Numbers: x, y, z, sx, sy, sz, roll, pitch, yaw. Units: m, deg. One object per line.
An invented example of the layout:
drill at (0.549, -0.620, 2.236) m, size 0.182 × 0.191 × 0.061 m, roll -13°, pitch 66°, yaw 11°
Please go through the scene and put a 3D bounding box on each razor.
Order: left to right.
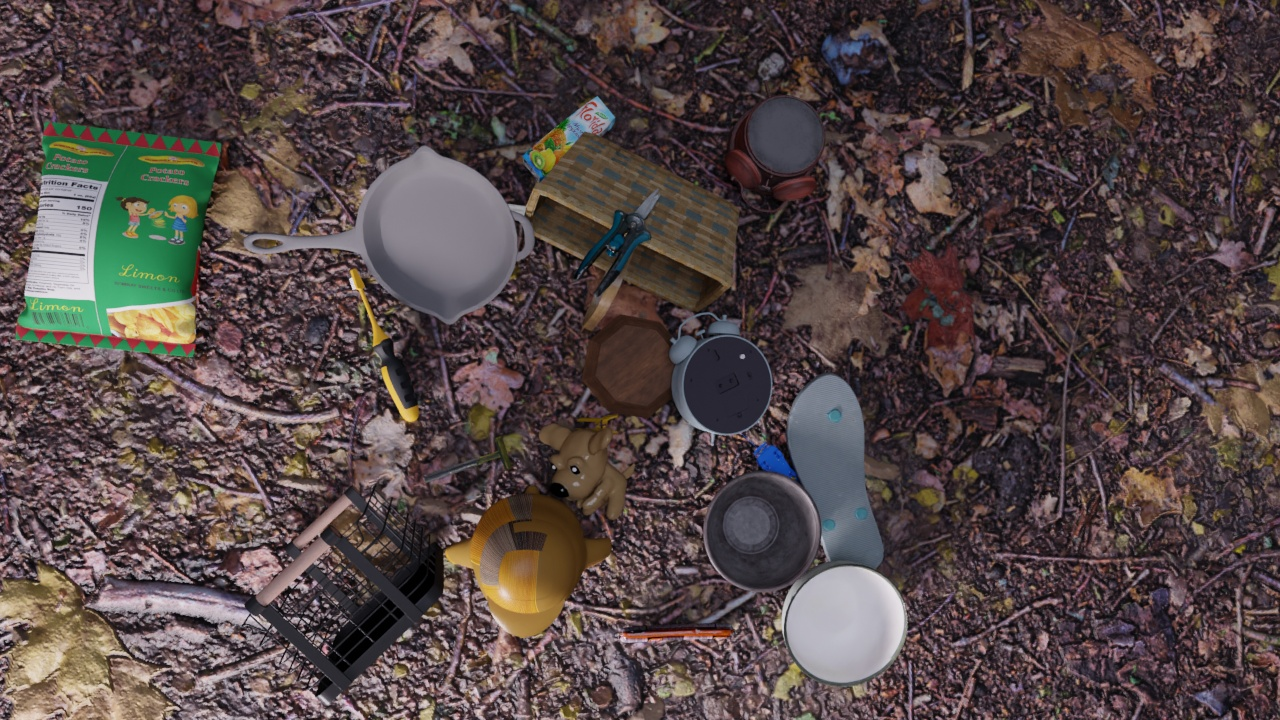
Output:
razor at (-0.214, 0.128, 1.123) m, size 0.106 × 0.026 × 0.042 m, roll -18°, pitch 91°, yaw -3°

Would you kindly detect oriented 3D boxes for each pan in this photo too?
pan at (-0.302, -0.147, 1.103) m, size 0.355 × 0.024 × 0.217 m, roll -1°, pitch 114°, yaw 5°

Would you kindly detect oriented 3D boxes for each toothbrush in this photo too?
toothbrush at (-0.311, -0.018, 1.110) m, size 0.031 × 0.031 × 0.196 m, roll -18°, pitch 94°, yaw 35°

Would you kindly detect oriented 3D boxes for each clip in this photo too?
clip at (-0.048, 0.086, 1.136) m, size 0.047 × 0.053 × 0.039 m, roll 3°, pitch 84°, yaw -37°

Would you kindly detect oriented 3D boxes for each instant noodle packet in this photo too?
instant noodle packet at (-0.599, -0.139, 1.057) m, size 0.195 × 0.090 × 0.252 m, roll 6°, pitch 86°, yaw -6°

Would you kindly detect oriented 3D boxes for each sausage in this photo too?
sausage at (0.046, 0.338, 1.141) m, size 0.155 × 0.020 × 0.020 m, roll -1°, pitch 87°, yaw -7°

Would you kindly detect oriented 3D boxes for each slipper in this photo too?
slipper at (0.240, 0.146, 1.165) m, size 0.098 × 0.054 × 0.269 m, roll -13°, pitch 100°, yaw -5°

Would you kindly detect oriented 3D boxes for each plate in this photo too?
plate at (-0.007, 0.006, 1.150) m, size 0.131 × 0.025 × 0.131 m, roll 0°, pitch 87°, yaw -7°

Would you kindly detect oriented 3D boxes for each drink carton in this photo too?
drink carton at (-0.088, -0.276, 1.149) m, size 0.129 × 0.038 × 0.044 m, roll -40°, pitch 92°, yaw -7°

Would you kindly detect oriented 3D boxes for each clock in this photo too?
clock at (0.095, 0.018, 1.137) m, size 0.122 × 0.045 × 0.159 m, roll -24°, pitch 97°, yaw -19°
clock at (0.171, -0.262, 1.162) m, size 0.120 × 0.072 × 0.157 m, roll 18°, pitch 84°, yaw -5°

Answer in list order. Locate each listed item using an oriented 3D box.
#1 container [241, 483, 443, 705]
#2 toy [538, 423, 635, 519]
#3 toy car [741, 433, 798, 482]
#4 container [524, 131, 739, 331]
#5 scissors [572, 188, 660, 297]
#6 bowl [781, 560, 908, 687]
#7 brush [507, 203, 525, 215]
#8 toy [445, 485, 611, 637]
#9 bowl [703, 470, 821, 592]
container at (-0.320, 0.239, 1.001) m, size 0.162 × 0.241 × 0.130 m, roll -43°, pitch 100°, yaw -7°
toy at (-0.061, 0.134, 1.109) m, size 0.108 × 0.134 × 0.105 m, roll 53°, pitch 58°, yaw -28°
toy car at (0.158, 0.124, 1.170) m, size 0.033 × 0.062 × 0.092 m, roll -42°, pitch 122°, yaw -6°
container at (-0.021, -0.127, 1.085) m, size 0.250 × 0.158 × 0.186 m, roll 25°, pitch 76°, yaw -7°
scissors at (-0.026, -0.134, 0.994) m, size 0.137 × 0.019 × 0.129 m, roll -7°, pitch 78°, yaw -18°
bowl at (0.244, 0.315, 1.133) m, size 0.153 × 0.073 × 0.153 m, roll -1°, pitch 95°, yaw -6°
brush at (-0.182, -0.189, 1.148) m, size 0.217 × 0.012 × 0.033 m, roll 6°, pitch 86°, yaw -5°
toy at (-0.125, 0.231, 1.034) m, size 0.198 × 0.203 × 0.162 m, roll -1°, pitch 87°, yaw -7°
bowl at (0.143, 0.207, 1.135) m, size 0.145 × 0.067 × 0.145 m, roll 0°, pitch 87°, yaw -6°
